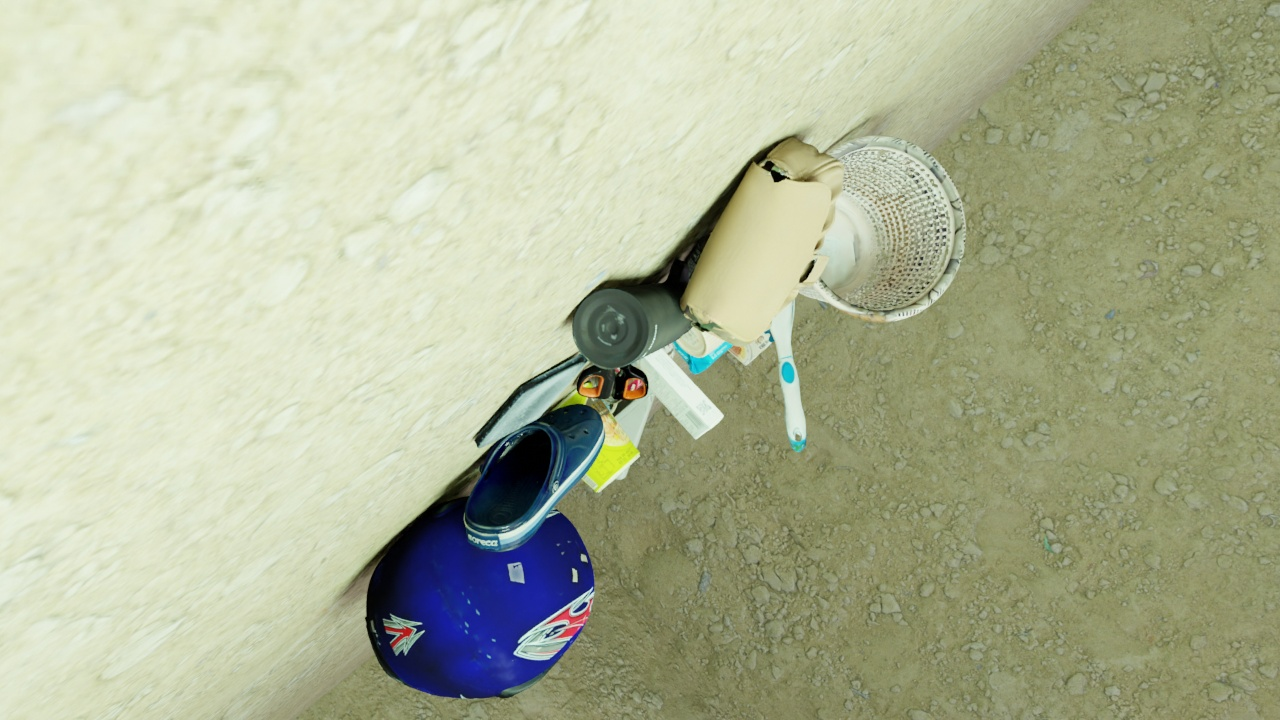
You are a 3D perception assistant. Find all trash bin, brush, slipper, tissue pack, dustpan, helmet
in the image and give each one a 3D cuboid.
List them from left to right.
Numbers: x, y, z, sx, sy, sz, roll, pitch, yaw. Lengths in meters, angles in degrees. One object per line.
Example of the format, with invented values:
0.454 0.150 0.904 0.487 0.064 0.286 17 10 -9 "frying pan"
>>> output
-0.176 0.284 1.159 0.241 0.247 0.315 -24 174 18 "helmet"
-0.131 0.119 1.085 0.252 0.105 0.095 -52 149 -49 "slipper"
-0.059 0.096 1.598 0.222 0.142 0.258 -65 173 -72 "dustpan"
0.106 -0.050 1.394 0.139 0.090 0.063 -39 -179 -27 "tissue pack"
0.200 -0.029 1.307 0.060 0.314 0.109 -6 177 0 "brush"
0.274 -0.160 1.200 0.227 0.227 0.192 -41 -172 -9 "trash bin"

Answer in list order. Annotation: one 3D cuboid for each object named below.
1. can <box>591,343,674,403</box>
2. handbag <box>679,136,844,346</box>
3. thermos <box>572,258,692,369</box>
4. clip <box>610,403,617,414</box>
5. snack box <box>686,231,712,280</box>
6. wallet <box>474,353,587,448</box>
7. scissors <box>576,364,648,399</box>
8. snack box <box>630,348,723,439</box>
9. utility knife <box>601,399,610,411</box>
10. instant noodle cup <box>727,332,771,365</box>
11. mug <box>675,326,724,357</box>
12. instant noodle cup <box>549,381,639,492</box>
-0.007 0.007 1.241 0.132 0.053 0.053 -36 172 -49 "can"
0.120 -0.105 0.872 0.147 0.100 0.205 -25 144 -62 "handbag"
0.006 -0.052 0.877 0.242 0.068 0.090 -30 135 -74 "thermos"
-0.077 0.093 1.492 0.100 0.074 0.035 -42 175 -16 "clip"
0.106 -0.121 1.026 0.125 0.053 0.113 -40 174 -24 "snack box"
-0.113 0.040 0.952 0.097 0.019 0.120 -48 171 33 "wallet"
-0.011 -0.004 1.077 0.139 0.021 0.236 13 152 -25 "scissors"
0.034 0.028 1.149 0.026 0.157 0.085 -41 175 -16 "snack box"
-0.055 0.062 1.382 0.029 0.013 0.219 -42 165 -10 "utility knife"
0.173 -0.068 1.551 0.116 0.124 0.117 -37 173 -47 "instant noodle cup"
0.103 -0.074 1.302 0.105 0.082 0.115 -38 147 -26 "mug"
-0.068 0.109 1.248 0.111 0.123 0.112 -42 175 -5 "instant noodle cup"
